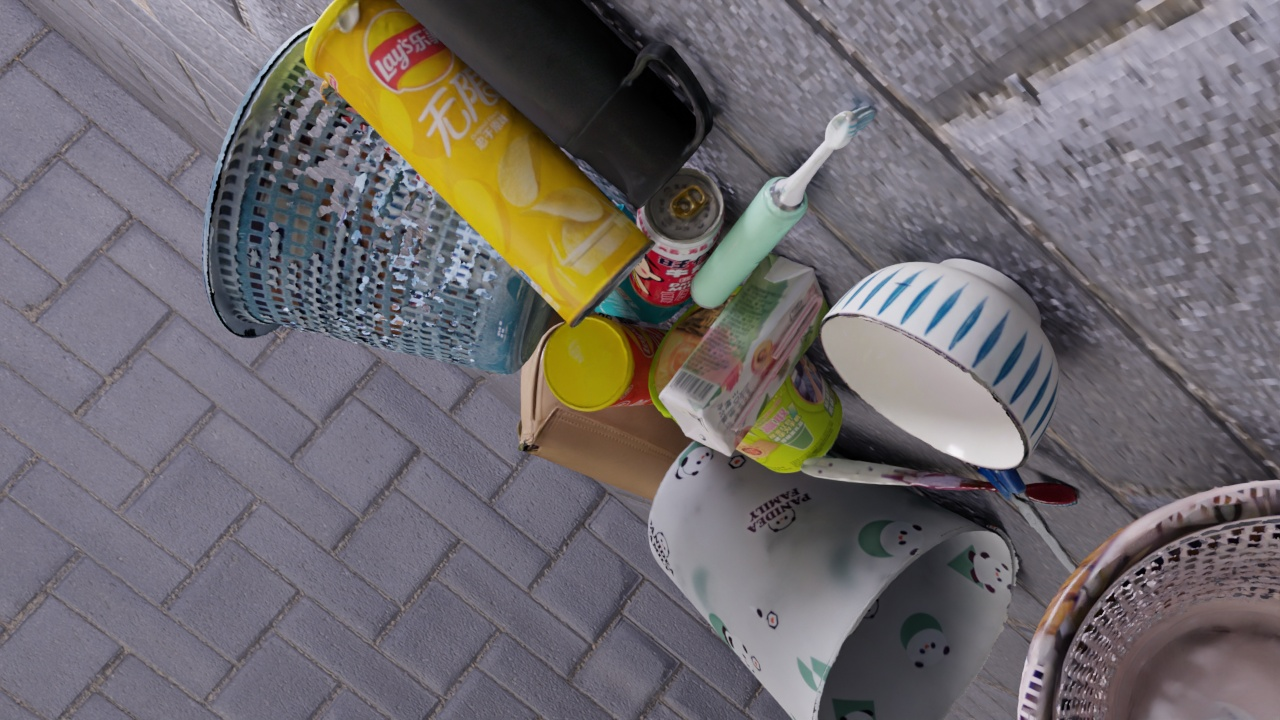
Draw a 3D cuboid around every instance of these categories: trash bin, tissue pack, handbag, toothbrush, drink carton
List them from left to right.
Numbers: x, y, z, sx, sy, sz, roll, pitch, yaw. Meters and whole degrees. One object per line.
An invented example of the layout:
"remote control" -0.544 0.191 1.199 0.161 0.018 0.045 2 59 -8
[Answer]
"trash bin" -0.150 -0.090 0.637 0.195 0.226 0.227 20 167 0
"tissue pack" -0.022 -0.080 0.743 0.093 0.050 0.134 47 165 -27
"handbag" -0.025 0.051 0.913 0.204 0.147 0.100 24 159 -14
"drink carton" 0.070 -0.004 0.578 0.045 0.122 0.053 27 161 39
"toothbrush" 0.067 -0.075 0.495 0.026 0.027 0.225 60 162 8
"trash bin" 0.151 0.183 0.810 0.252 0.229 0.229 34 168 48
"toothbrush" 0.199 0.083 0.631 0.188 0.016 0.017 2 159 34
"trash bin" 0.302 0.183 0.426 0.227 0.227 0.192 32 178 30

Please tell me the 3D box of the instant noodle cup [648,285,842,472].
"instant noodle cup" 0.088 0.024 0.687 0.123 0.111 0.112 38 171 -35

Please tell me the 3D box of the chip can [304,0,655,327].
"chip can" -0.089 -0.117 0.523 0.213 0.072 0.072 45 168 -2

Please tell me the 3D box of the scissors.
"scissors" 0.232 0.090 0.562 0.175 0.012 0.108 61 174 -3

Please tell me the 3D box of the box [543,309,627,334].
"box" -0.030 -0.016 0.975 0.088 0.076 0.162 -18 125 43

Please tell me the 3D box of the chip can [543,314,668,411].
"chip can" -0.005 0.004 0.768 0.073 0.073 0.216 35 -170 17

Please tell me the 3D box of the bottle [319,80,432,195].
"bottle" -0.200 -0.197 0.821 0.175 0.057 0.057 42 168 -11

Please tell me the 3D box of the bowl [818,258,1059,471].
"bowl" 0.154 -0.007 0.454 0.116 0.066 0.116 38 168 10

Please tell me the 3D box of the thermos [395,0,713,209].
"thermos" -0.065 -0.188 0.475 0.242 0.068 0.090 40 142 -11

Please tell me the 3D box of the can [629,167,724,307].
"can" 0.022 -0.078 0.611 0.053 0.053 0.133 38 168 5
